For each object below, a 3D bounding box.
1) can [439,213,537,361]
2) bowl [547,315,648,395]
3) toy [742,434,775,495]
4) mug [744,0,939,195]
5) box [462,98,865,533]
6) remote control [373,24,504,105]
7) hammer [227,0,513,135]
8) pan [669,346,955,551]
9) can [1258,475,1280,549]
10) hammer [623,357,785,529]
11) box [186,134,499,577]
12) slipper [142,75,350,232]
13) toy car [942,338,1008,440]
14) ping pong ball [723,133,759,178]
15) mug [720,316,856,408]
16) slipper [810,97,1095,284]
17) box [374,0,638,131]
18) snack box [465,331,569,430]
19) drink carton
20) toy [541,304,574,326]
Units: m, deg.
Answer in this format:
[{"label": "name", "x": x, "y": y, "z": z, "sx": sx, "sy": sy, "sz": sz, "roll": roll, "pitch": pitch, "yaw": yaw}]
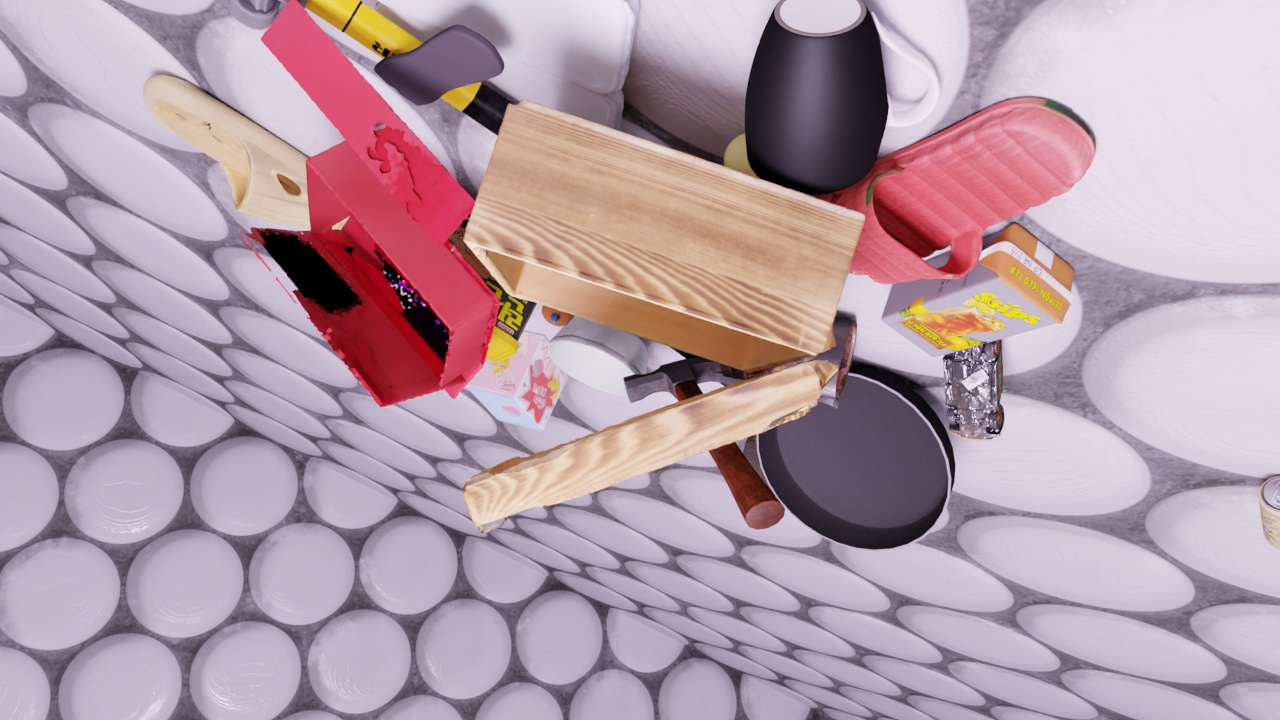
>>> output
[{"label": "can", "x": -0.175, "y": -0.077, "z": 0.980, "sx": 0.130, "sy": 0.100, "sz": 0.073, "roll": 34, "pitch": 155, "yaw": -22}, {"label": "bowl", "x": -0.040, "y": -0.015, "z": 1.036, "sx": 0.117, "sy": 0.061, "sz": 0.118, "roll": 21, "pitch": 156, "yaw": 9}, {"label": "toy", "x": 0.190, "y": 0.108, "z": 1.058, "sx": 0.179, "sy": 0.078, "sz": 0.153, "roll": 47, "pitch": 146, "yaw": -16}, {"label": "mug", "x": 0.122, "y": -0.167, "z": 0.551, "sx": 0.119, "sy": 0.084, "sz": 0.100, "roll": -8, "pitch": 141, "yaw": 1}, {"label": "box", "x": 0.006, "y": 0.008, "z": 0.676, "sx": 0.269, "sy": 0.264, "sz": 0.279, "roll": 16, "pitch": 175, "yaw": -2}, {"label": "remote control", "x": -0.142, "y": -0.208, "z": 0.647, "sx": 0.125, "sy": 0.009, "sz": 0.046, "roll": 0, "pitch": 152, "yaw": 47}, {"label": "hammer", "x": -0.152, "y": -0.217, "z": 0.691, "sx": 0.324, "sy": 0.034, "sz": 0.170, "roll": 31, "pitch": 160, "yaw": -23}, {"label": "pan", "x": 0.159, "y": 0.054, "z": 0.956, "sx": 0.356, "sy": 0.043, "sz": 0.205, "roll": 36, "pitch": 130, "yaw": 16}, {"label": "can", "x": 0.566, "y": 0.134, "z": 0.804, "sx": 0.038, "sy": 0.038, "sz": 0.079, "roll": 4, "pitch": 150, "yaw": 39}, {"label": "hammer", "x": 0.066, "y": 0.065, "z": 0.836, "sx": 0.300, "sy": 0.111, "sz": 0.028, "roll": -119, "pitch": 14, "yaw": -66}, {"label": "box", "x": -0.308, "y": 0.010, "z": 0.936, "sx": 0.214, "sy": 0.137, "sz": 0.469, "roll": 49, "pitch": 133, "yaw": 8}, {"label": "slipper", "x": -0.421, "y": -0.198, "z": 0.991, "sx": 0.261, "sy": 0.079, "sz": 0.111, "roll": 36, "pitch": 158, "yaw": -24}, {"label": "toy car", "x": 0.288, "y": 0.011, "z": 0.783, "sx": 0.047, "sy": 0.047, "sz": 0.112, "roll": 6, "pitch": 112, "yaw": 40}, {"label": "ping pong ball", "x": 0.081, "y": -0.145, "z": 0.667, "sx": 0.040, "sy": 0.040, "sz": 0.040, "roll": 20, "pitch": 157, "yaw": 9}, {"label": "mug", "x": 0.141, "y": -0.001, "z": 0.864, "sx": 0.107, "sy": 0.079, "sz": 0.116, "roll": 14, "pitch": 148, "yaw": 20}, {"label": "slipper", "x": 0.193, "y": -0.097, "z": 0.641, "sx": 0.103, "sy": 0.059, "sz": 0.249, "roll": 34, "pitch": 154, "yaw": -21}, {"label": "box", "x": -0.106, "y": -0.233, "z": 0.670, "sx": 0.209, "sy": 0.037, "sz": 0.190, "roll": 24, "pitch": 154, "yaw": 2}, {"label": "snack box", "x": -0.156, "y": 0.024, "z": 1.186, "sx": 0.080, "sy": 0.094, "sz": 0.093, "roll": 11, "pitch": 153, "yaw": 27}, {"label": "drink carton", "x": 0.253, "y": -0.050, "z": 0.696, "sx": 0.076, "sy": 0.048, "sz": 0.125, "roll": 32, "pitch": 156, "yaw": -18}, {"label": "toy", "x": -0.064, "y": -0.075, "z": 0.882, "sx": 0.070, "sy": 0.090, "sz": 0.103, "roll": 28, "pitch": 178, "yaw": -8}]
